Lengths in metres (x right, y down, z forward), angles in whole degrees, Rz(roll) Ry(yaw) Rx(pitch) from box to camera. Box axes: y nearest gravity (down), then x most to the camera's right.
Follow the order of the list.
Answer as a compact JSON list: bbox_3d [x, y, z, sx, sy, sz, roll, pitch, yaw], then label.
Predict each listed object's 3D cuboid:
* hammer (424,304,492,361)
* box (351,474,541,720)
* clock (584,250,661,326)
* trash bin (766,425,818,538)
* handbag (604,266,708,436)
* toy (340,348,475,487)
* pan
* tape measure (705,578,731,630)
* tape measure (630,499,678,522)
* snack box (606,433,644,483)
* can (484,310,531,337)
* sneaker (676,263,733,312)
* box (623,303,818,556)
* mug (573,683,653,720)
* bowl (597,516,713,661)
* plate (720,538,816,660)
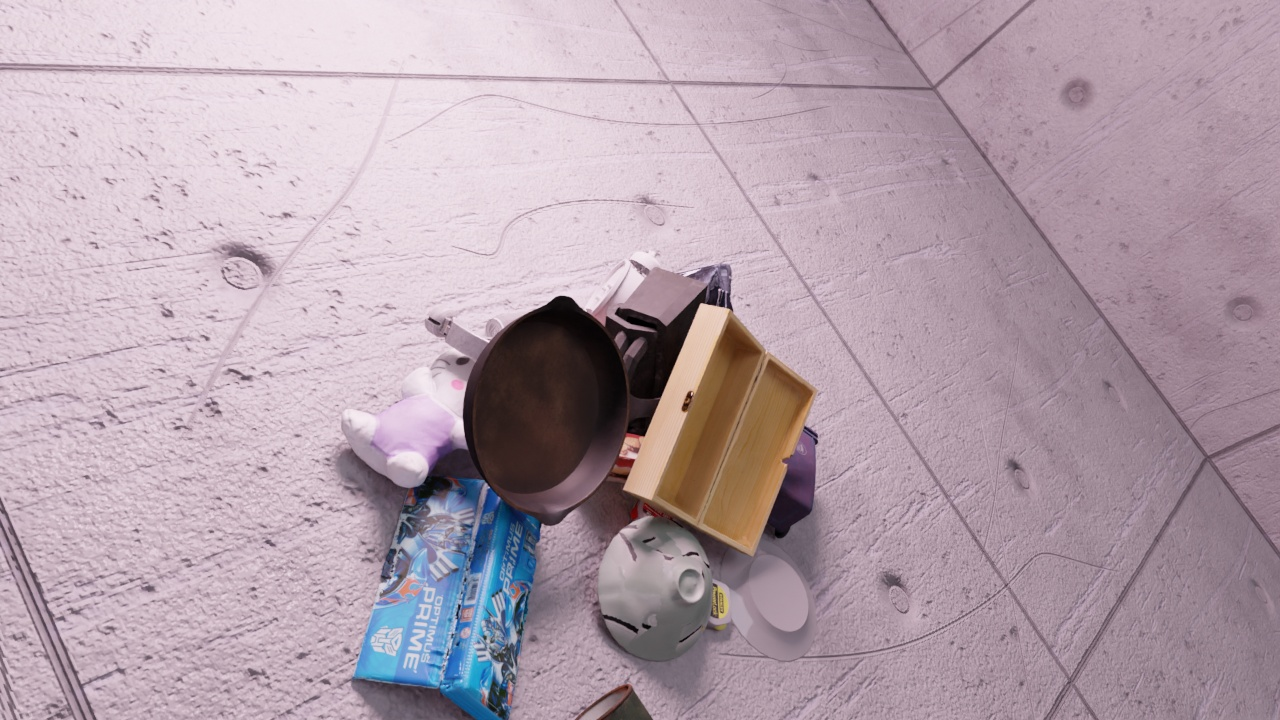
[{"bbox_3d":[-0.120,-0.012,1.148,0.126,0.036,0.315,31,11,27],"label":"hammer"},{"bbox_3d":[-0.179,0.229,0.948,0.166,0.075,0.243,28,44,-22],"label":"box"},{"bbox_3d":[-0.028,-0.102,1.316,0.061,0.120,0.158,36,50,-14],"label":"clock"},{"bbox_3d":[0.200,0.160,1.337,0.093,0.092,0.160,35,37,-16],"label":"trash bin"},{"bbox_3d":[-0.007,0.006,1.205,0.102,0.198,0.198,20,36,18],"label":"handbag"},{"bbox_3d":[-0.217,0.065,1.026,0.138,0.086,0.208,33,43,21],"label":"toy"},{"bbox_3d":[-0.061,0.055,1.050,0.355,0.043,0.248,2,92,-48],"label":"pan"},{"bbox_3d":[0.086,0.308,1.168,0.065,0.017,0.064,25,45,-26],"label":"tape measure"},{"bbox_3d":[0.017,0.202,1.187,0.060,0.020,0.062,39,41,-12],"label":"tape measure"},{"bbox_3d":[0.024,0.138,1.202,0.272,0.077,0.044,15,54,-35],"label":"snack box"},{"bbox_3d":[-0.151,-0.043,1.210,0.106,0.044,0.044,-12,68,-46],"label":"can"},{"bbox_3d":[0.091,-0.060,1.374,0.252,0.097,0.151,-38,116,-73],"label":"sneaker"},{"bbox_3d":[0.111,0.095,1.166,0.257,0.076,0.246,34,75,-39],"label":"box"},{"bbox_3d":[-0.032,0.402,0.945,0.110,0.085,0.081,-33,85,-19],"label":"mug"},{"bbox_3d":[0.038,0.267,1.082,0.174,0.068,0.174,12,69,-35],"label":"bowl"},{"bbox_3d":[0.182,0.317,1.246,0.172,0.019,0.172,24,46,-27],"label":"plate"}]
